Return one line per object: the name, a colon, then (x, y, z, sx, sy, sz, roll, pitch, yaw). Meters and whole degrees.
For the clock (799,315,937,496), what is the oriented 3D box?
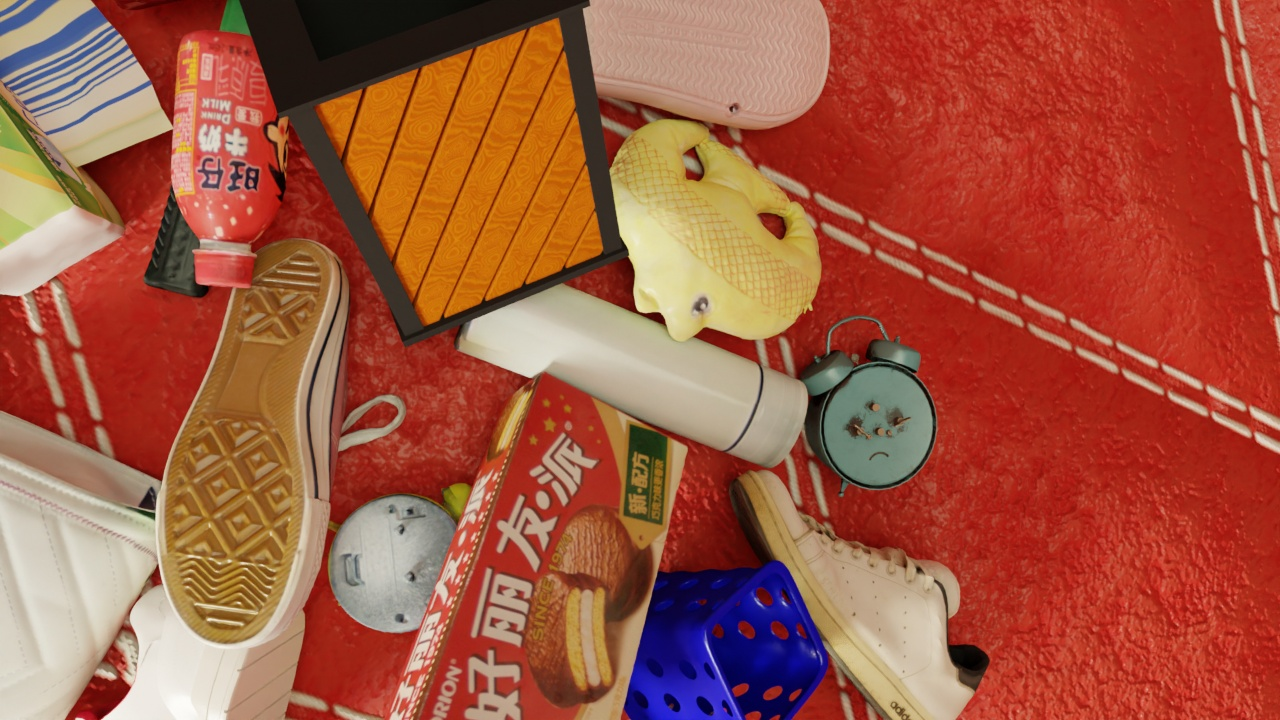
clock: (0.157, 0.030, 0.649, 0.090, 0.053, 0.124, -11, 93, -14)

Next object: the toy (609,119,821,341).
toy: (0.048, -0.080, 0.610, 0.170, 0.065, 0.154, 38, 59, -12)

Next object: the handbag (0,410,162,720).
handbag: (-0.368, 0.138, 0.510, 0.142, 0.096, 0.198, 34, 83, -27)

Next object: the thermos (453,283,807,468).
thermos: (-0.004, 0.004, 0.604, 0.230, 0.068, 0.068, 21, 86, -13)

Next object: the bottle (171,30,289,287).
bottle: (-0.233, -0.111, 0.522, 0.062, 0.062, 0.137, 3, 92, -13)

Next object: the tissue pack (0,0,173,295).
tissue pack: (-0.355, -0.153, 0.501, 0.141, 0.120, 0.198, -36, 105, -12)

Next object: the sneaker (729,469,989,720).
sneaker: (0.160, 0.158, 0.631, 0.102, 0.089, 0.241, -37, 103, -1)

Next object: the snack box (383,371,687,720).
snack box: (-0.057, 0.134, 0.541, 0.113, 0.060, 0.235, 29, 56, -20)

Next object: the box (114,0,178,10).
box: (-0.237, -0.278, 0.469, 0.137, 0.157, 0.127, -13, 90, -14)

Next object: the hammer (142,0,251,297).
hammer: (-0.244, -0.195, 0.564, 0.130, 0.032, 0.318, 15, 88, -13)

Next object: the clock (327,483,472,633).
clock: (-0.136, 0.122, 0.576, 0.119, 0.057, 0.083, -6, 86, -10)

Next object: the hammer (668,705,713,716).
hammer: (-0.096, 0.324, 0.589, 0.300, 0.037, 0.217, 13, 88, -19)

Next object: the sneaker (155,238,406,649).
sneaker: (-0.212, 0.049, 0.545, 0.118, 0.088, 0.240, 2, 67, 3)

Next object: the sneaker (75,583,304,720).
sneaker: (-0.283, 0.242, 0.542, 0.104, 0.090, 0.236, 15, 95, 8)

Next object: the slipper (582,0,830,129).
slipper: (0.032, -0.210, 0.614, 0.221, 0.056, 0.107, -1, 93, -22)

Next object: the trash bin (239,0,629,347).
trash bin: (-0.106, -0.133, 0.494, 0.139, 0.172, 0.139, -23, 58, -9)

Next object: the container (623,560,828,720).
container: (0.040, 0.182, 0.582, 0.084, 0.114, 0.084, -30, 98, -42)
